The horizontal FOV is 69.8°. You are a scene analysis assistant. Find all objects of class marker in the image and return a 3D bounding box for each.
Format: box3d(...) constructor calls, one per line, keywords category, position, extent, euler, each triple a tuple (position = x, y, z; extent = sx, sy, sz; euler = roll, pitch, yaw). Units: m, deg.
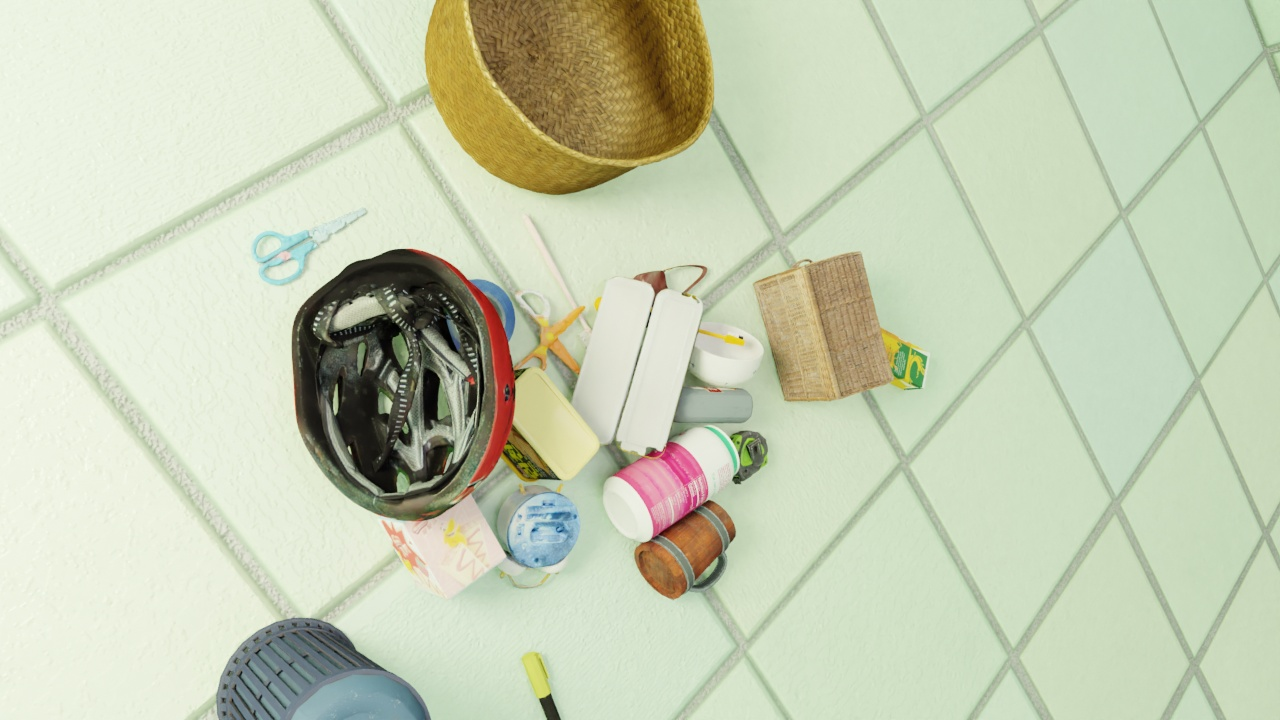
box3d(category="marker", position=(-0.106, 0.394, 1.057), extent=(0.021, 0.018, 0.124), euler=(-24, 100, -31))

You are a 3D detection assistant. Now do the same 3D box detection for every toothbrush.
box3d(category="toothbrush", position=(0.037, -0.047, 1.149), extent=(0.196, 0.031, 0.030), euler=(15, 43, -7))
box3d(category="toothbrush", position=(-0.100, -0.095, 1.111), extent=(0.018, 0.016, 0.181), euler=(-33, 103, -24))

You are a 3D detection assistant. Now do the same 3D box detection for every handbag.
box3d(category="handbag", position=(0.044, -0.102, 1.199), extent=(0.119, 0.029, 0.055), euler=(-27, 102, -37))

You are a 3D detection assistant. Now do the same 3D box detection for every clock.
box3d(category="clock", position=(-0.119, 0.201, 1.042), extent=(0.088, 0.052, 0.125), euler=(6, 98, -32))

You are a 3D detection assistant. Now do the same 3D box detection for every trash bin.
box3d(category="trash bin", position=(-0.283, 0.318, 0.815), extent=(0.139, 0.250, 0.139), euler=(4, 83, -32))

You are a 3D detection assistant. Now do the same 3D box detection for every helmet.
box3d(category="helmet", position=(-0.226, 0.025, 0.911), extent=(0.218, 0.167, 0.271), euler=(-16, 77, 11))

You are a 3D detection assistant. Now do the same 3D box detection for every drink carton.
box3d(category="drink carton", position=(0.377, -0.003, 1.386), extent=(0.122, 0.041, 0.058), euler=(23, 73, -29))

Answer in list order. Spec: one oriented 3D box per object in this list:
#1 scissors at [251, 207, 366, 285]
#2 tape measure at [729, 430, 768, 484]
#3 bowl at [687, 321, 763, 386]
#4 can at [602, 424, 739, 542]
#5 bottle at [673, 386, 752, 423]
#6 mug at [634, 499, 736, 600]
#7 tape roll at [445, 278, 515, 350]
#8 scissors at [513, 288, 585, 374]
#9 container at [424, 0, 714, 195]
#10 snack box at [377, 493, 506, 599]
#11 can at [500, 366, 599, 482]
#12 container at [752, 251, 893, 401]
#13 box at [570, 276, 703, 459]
box3d(category="scissors", position=(-0.345, -0.129, 0.965), extent=(0.136, 0.015, 0.056), euler=(-40, 108, -35))
box3d(category="tape measure", position=(0.143, 0.124, 1.229), extent=(0.065, 0.036, 0.058), euler=(-32, 101, -30))
box3d(category="bowl", position=(0.102, -0.004, 1.184), extent=(0.104, 0.105, 0.054), euler=(-5, 124, -32))
box3d(category="can", position=(0.038, 0.148, 1.130), extent=(0.165, 0.088, 0.088), euler=(-29, 100, -31))
box3d(category="bottle", position=(0.059, 0.056, 1.161), extent=(0.161, 0.072, 0.046), euler=(3, 89, -32))
box3d(category="mug", position=(0.063, 0.246, 1.149), extent=(0.110, 0.082, 0.117), euler=(-35, 121, -34))
box3d(category="tape roll", position=(-0.189, -0.046, 1.049), extent=(0.091, 0.016, 0.093), euler=(8, 81, -31))
box3d(category="scissors", position=(-0.112, -0.029, 1.092), extent=(0.125, 0.011, 0.128), euler=(-43, 109, -21))
box3d(category="container", position=(-0.091, -0.340, 1.035), extent=(0.306, 0.197, 0.306), euler=(4, 83, -34))
box3d(category="snack box", position=(-0.211, 0.187, 0.967), extent=(0.079, 0.093, 0.095), euler=(-33, 103, -30))
box3d(category="can", position=(-0.122, 0.073, 1.029), extent=(0.072, 0.101, 0.131), euler=(-47, 109, -27))
box3d(category="container", position=(0.250, -0.043, 1.267), extent=(0.113, 0.113, 0.198), euler=(-17, 94, -32))
box3d(category="box", position=(-0.007, 0.006, 1.103), extent=(0.127, 0.023, 0.209), euler=(16, 79, 1))
